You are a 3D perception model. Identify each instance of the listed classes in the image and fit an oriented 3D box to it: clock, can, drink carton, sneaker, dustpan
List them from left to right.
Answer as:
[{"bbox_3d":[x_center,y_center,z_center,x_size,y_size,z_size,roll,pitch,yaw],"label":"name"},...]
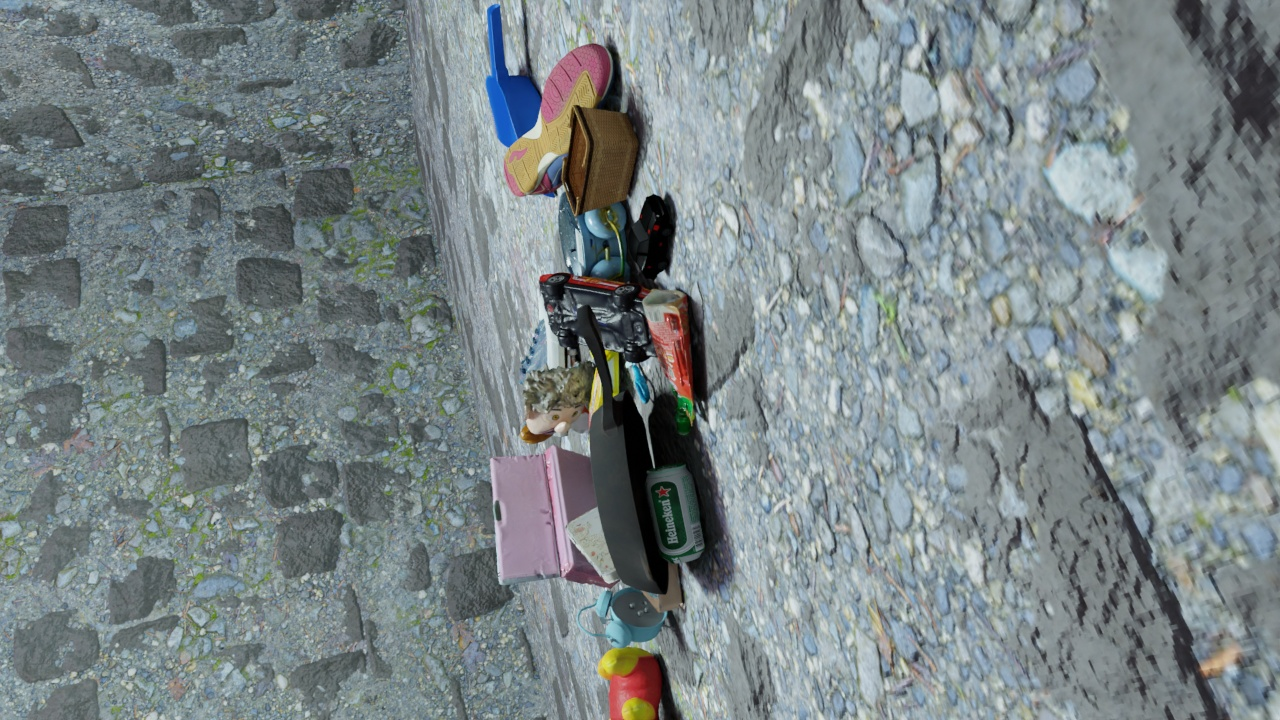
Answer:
[{"bbox_3d":[-0.192,-0.406,1.397,0.245,0.059,0.258,-124,29,-55],"label":"dustpan"},{"bbox_3d":[-0.156,0.006,1.454,0.087,0.079,0.235,-92,1,-86],"label":"sneaker"},{"bbox_3d":[-0.079,-0.280,1.073,0.243,0.090,0.116,-39,67,51],"label":"sneaker"},{"bbox_3d":[-0.099,0.046,1.434,0.069,0.039,0.122,100,160,-54],"label":"drink carton"},{"bbox_3d":[-0.054,-0.141,1.084,0.162,0.060,0.118,-131,33,-59],"label":"clock"},{"bbox_3d":[-0.022,0.329,1.182,0.087,0.123,0.042,-123,37,-54],"label":"clock"},{"bbox_3d":[0.037,0.164,0.987,0.053,0.053,0.101,167,92,-75],"label":"can"}]

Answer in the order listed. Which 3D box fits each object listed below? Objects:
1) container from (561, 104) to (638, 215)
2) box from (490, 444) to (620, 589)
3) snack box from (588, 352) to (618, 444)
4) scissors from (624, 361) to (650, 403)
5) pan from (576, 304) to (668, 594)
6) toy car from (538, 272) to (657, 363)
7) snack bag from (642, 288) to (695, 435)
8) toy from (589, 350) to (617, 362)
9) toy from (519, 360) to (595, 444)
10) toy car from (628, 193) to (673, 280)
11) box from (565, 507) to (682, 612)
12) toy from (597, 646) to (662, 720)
[{"bbox_3d":[-0.044,-0.217,0.990,0.114,0.061,0.063,107,149,-55],"label":"container"},{"bbox_3d":[-0.125,0.222,1.340,0.232,0.179,0.059,-106,31,-45],"label":"box"},{"bbox_3d":[-0.050,0.049,1.229,0.153,0.025,0.075,105,167,-57],"label":"snack box"},{"bbox_3d":[-0.008,-0.010,1.112,0.132,0.015,0.110,-115,18,-57],"label":"scissors"},{"bbox_3d":[-0.028,0.097,0.989,0.248,0.043,0.356,-93,-11,-56],"label":"pan"},{"bbox_3d":[-0.043,-0.052,1.023,0.190,0.056,0.082,15,128,43],"label":"toy car"},{"bbox_3d":[0.034,0.007,0.929,0.087,0.044,0.155,-123,22,-65],"label":"snack bag"},{"bbox_3d":[-0.038,-0.042,1.109,0.094,0.041,0.096,-106,28,-60],"label":"toy"},{"bbox_3d":[-0.125,0.068,1.334,0.076,0.132,0.176,59,139,30],"label":"toy"},{"bbox_3d":[0.008,-0.124,0.923,0.092,0.036,0.042,97,156,-48],"label":"toy car"},{"bbox_3d":[-0.014,0.259,1.205,0.107,0.094,0.216,55,170,-16],"label":"box"},{"bbox_3d":[0.000,0.509,1.277,0.148,0.098,0.216,91,165,-70],"label":"toy"}]
